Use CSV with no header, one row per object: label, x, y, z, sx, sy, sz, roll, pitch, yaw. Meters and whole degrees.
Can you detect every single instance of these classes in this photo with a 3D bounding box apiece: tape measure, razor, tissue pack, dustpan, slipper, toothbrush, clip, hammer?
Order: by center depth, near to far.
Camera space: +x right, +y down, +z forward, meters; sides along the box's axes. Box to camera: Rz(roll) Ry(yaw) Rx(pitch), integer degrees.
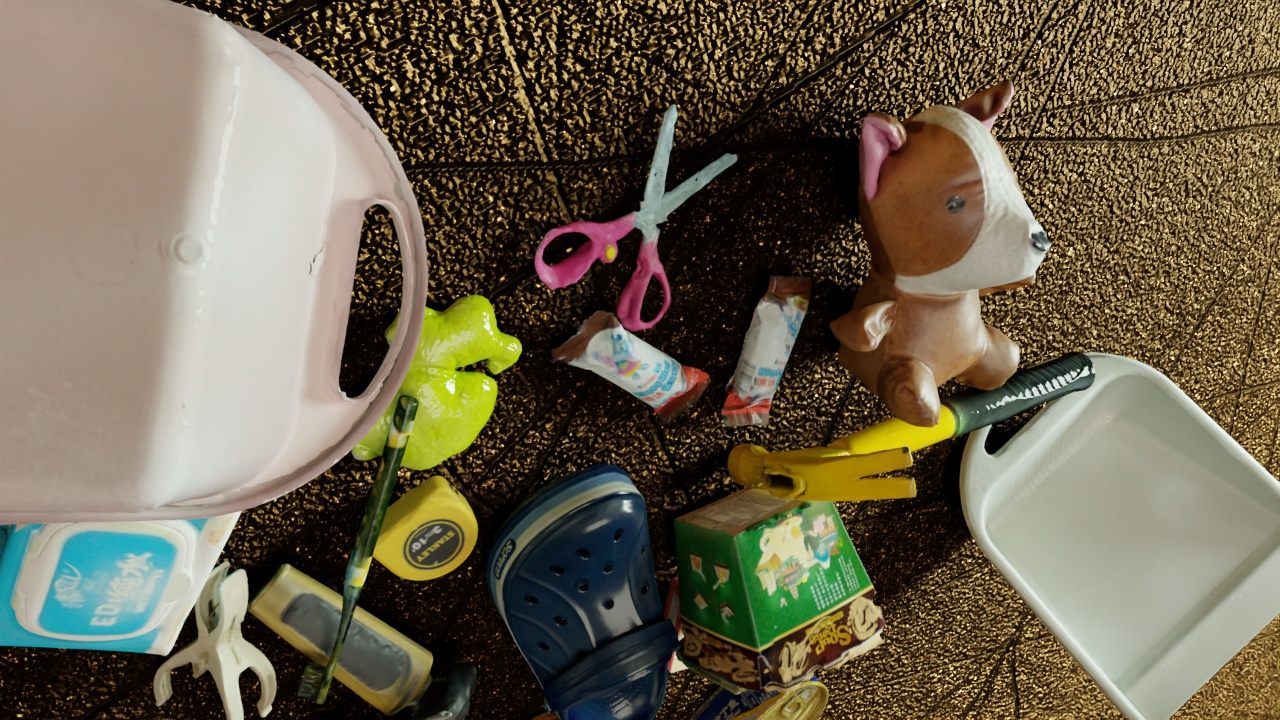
dustpan,-0.228,-0.039,0.352,0.273,0.139,0.222,11,90,-7
tissue pack,-0.241,0.077,0.421,0.090,0.063,0.140,16,119,-35
toothbrush,-0.150,0.102,0.485,0.017,0.012,0.186,18,104,-10
clip,-0.216,0.161,0.488,0.101,0.096,0.035,-45,177,27
tape measure,-0.125,0.098,0.533,0.060,0.029,0.057,-38,129,-4
razor,-0.161,0.174,0.542,0.062,0.068,0.167,-53,126,-20
slipper,-0.028,0.183,0.601,0.105,0.095,0.253,-23,131,-19
hammer,0.214,0.042,0.644,0.300,0.129,0.033,-15,99,-28
dustpan,0.390,0.127,0.739,0.223,0.257,0.142,-45,153,2

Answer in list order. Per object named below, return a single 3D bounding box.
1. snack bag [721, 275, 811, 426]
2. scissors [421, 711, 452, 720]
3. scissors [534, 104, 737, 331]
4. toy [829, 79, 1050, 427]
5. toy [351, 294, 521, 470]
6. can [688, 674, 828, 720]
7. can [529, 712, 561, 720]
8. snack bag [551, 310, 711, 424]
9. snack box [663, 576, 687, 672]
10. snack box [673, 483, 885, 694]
snack bag,0.082,-0.005,0.589,0.048,0.026,0.104,-2,120,-42
scissors,-0.177,0.233,0.548,0.105,0.012,0.175,10,140,-22
scissors,0.005,-0.071,0.513,0.133,0.017,0.125,-36,128,-10
toy,0.181,-0.061,0.554,0.139,0.131,0.200,-23,119,-35
toy,-0.109,0.016,0.490,0.096,0.031,0.100,-11,119,-20
can,0.089,0.308,0.770,0.148,0.049,0.074,-48,130,4
can,-0.041,0.314,0.636,0.058,0.146,0.058,-15,121,-25
snack bag,-0.003,0.003,0.544,0.045,0.026,0.105,-37,134,25
snack box,0.088,0.191,0.713,0.152,0.025,0.075,-5,120,-27
snack box,0.084,0.144,0.619,0.118,0.118,0.105,-17,97,-26
